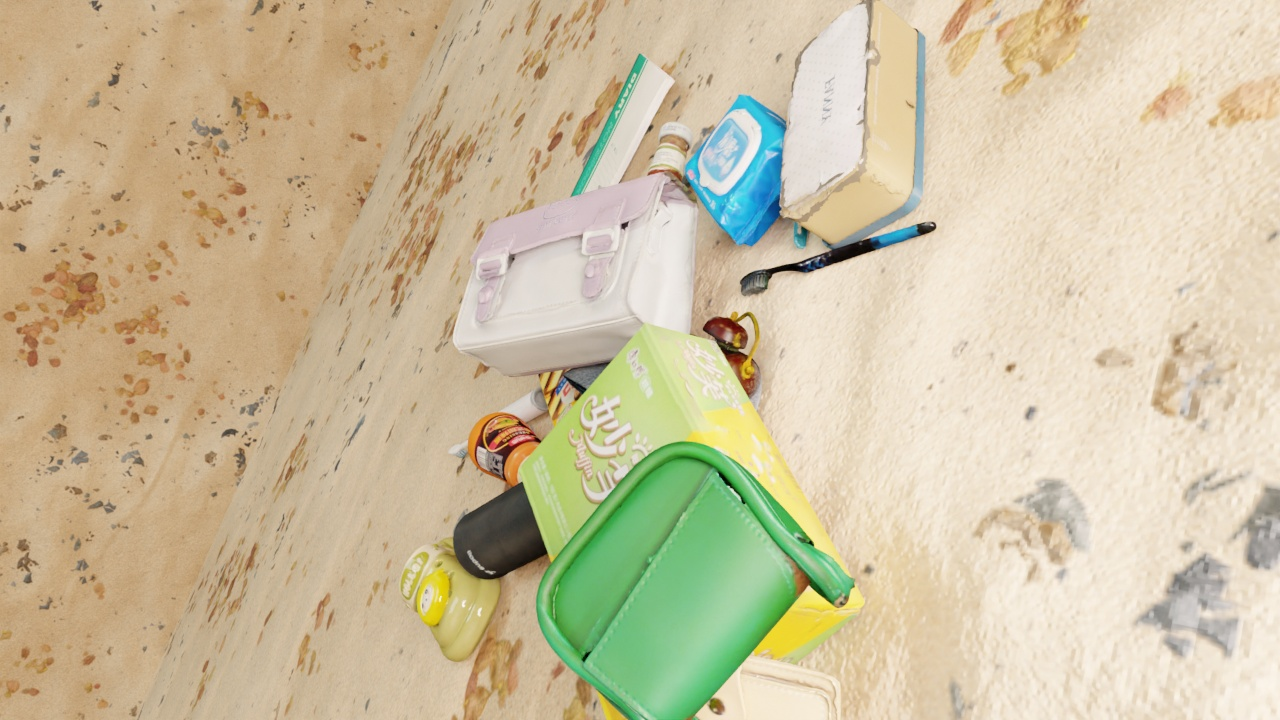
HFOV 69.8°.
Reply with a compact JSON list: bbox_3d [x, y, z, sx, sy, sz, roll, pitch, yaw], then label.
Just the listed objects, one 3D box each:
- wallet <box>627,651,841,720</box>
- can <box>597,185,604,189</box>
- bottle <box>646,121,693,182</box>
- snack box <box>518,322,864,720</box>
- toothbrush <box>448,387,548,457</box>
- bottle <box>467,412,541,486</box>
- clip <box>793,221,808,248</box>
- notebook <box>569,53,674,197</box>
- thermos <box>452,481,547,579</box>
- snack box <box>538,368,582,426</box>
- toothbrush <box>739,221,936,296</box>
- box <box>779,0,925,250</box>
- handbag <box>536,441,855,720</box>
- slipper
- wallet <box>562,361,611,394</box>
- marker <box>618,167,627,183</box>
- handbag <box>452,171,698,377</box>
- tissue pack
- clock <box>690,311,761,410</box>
[{"bbox_3d":[0.045,0.186,0.471,0.115,0.024,0.087,4,100,30],"label":"wallet"},{"bbox_3d":[-0.053,-0.104,0.952,0.146,0.058,0.058,-62,27,4],"label":"can"},{"bbox_3d":[0.011,-0.133,0.865,0.060,0.059,0.205,-18,52,55],"label":"bottle"},{"bbox_3d":[0.018,0.105,0.571,0.158,0.070,0.210,-49,49,28],"label":"snack box"},{"bbox_3d":[-0.163,0.076,1.028,0.222,0.026,0.026,-30,31,48],"label":"toothbrush"},{"bbox_3d":[-0.117,0.097,0.896,0.149,0.066,0.066,23,88,56],"label":"bottle"},{"bbox_3d":[0.126,-0.110,0.688,0.039,0.013,0.055,-37,36,40],"label":"clip"},{"bbox_3d":[-0.031,-0.245,1.061,0.209,0.012,0.150,-60,23,20],"label":"notebook"},{"bbox_3d":[-0.081,0.115,0.782,0.243,0.090,0.068,-36,6,43],"label":"thermos"},{"bbox_3d":[-0.054,0.019,0.878,0.087,0.033,0.140,-56,30,17],"label":"snack box"},{"bbox_3d":[0.131,-0.069,0.645,0.190,0.014,0.016,-13,57,56],"label":"toothbrush"},{"bbox_3d":[0.150,-0.164,0.646,0.090,0.059,0.184,-27,47,51],"label":"box"},{"bbox_3d":[0.023,0.116,0.448,0.131,0.068,0.120,-48,60,-2],"label":"handbag"},{"bbox_3d":[-0.201,0.227,0.907,0.091,0.081,0.191,-67,24,-1],"label":"slipper"},{"bbox_3d":[-0.005,0.004,0.766,0.097,0.019,0.121,-30,22,-14],"label":"wallet"},{"bbox_3d":[-0.010,-0.242,1.047,0.124,0.015,0.018,-66,26,3],"label":"marker"},{"bbox_3d":[-0.055,-0.073,0.777,0.197,0.098,0.144,-9,59,35],"label":"handbag"},{"bbox_3d":[0.086,-0.163,0.761,0.095,0.052,0.157,-53,29,20],"label":"tissue pack"},{"bbox_3d":[0.050,0.016,0.666,0.122,0.055,0.082,-50,29,30],"label":"clock"}]
